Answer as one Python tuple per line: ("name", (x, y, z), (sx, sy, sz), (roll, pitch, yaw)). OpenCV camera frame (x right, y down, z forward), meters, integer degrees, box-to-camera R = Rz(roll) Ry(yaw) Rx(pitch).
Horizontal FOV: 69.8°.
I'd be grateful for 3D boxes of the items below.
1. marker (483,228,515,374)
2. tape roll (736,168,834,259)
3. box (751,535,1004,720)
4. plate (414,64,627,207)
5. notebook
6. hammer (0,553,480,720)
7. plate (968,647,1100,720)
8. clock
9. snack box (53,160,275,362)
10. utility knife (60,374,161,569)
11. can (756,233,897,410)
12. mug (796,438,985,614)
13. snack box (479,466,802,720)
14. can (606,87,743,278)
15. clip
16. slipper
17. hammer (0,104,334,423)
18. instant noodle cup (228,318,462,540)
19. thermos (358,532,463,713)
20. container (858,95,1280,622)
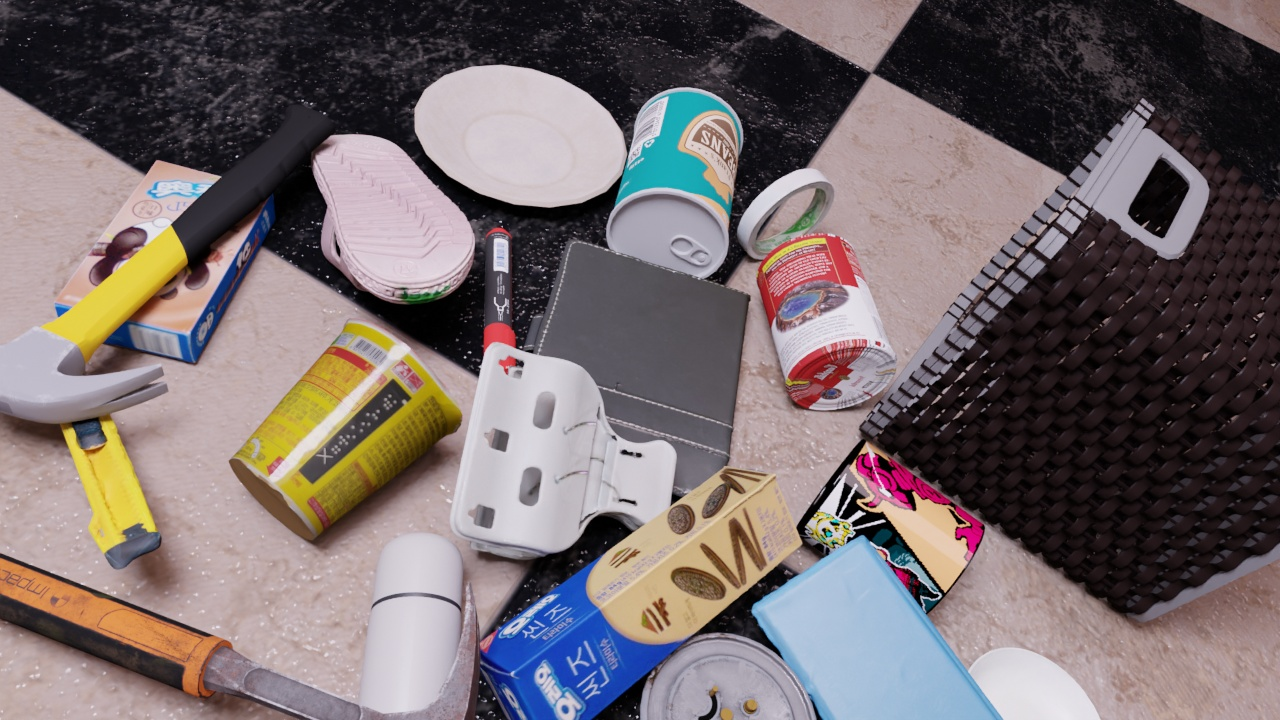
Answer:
("marker", (-0.108, -0.046, 0.707), (0.023, 0.021, 0.144), (-18, 51, 15))
("tape roll", (0.128, -0.128, 0.805), (0.093, 0.094, 0.018), (-20, 62, -31))
("box", (0.167, 0.225, 0.549), (0.093, 0.054, 0.231), (-33, 66, -6))
("plate", (-0.106, -0.196, 0.824), (0.188, 0.027, 0.188), (9, 51, -12))
("notebook", (-0.004, 0.004, 0.699), (0.169, 0.030, 0.208), (17, 49, -6))
("hammer", (-0.231, 0.138, 0.471), (0.314, 0.035, 0.137), (17, 52, 10))
("plate", (0.250, 0.242, 0.597), (0.104, 0.026, 0.104), (9, 51, -12))
("clock", (0.060, 0.221, 0.530), (0.148, 0.056, 0.103), (27, 50, 6))
("snack box", (-0.328, -0.073, 0.646), (0.087, 0.034, 0.151), (14, 49, -7))
("utility knife", (-0.323, 0.044, 0.536), (0.030, 0.019, 0.217), (-17, 41, -34))
("can", (0.147, -0.031, 0.739), (0.086, 0.087, 0.116), (3, 52, -17))
("mug", (0.177, 0.112, 0.649), (0.098, 0.082, 0.117), (36, 23, 11))
("snack box", (0.004, 0.139, 0.547), (0.206, 0.057, 0.056), (-32, 108, -28))
("can", (0.032, -0.150, 0.787), (0.099, 0.099, 0.143), (17, 49, -6))
("clip", (-0.055, 0.069, 0.599), (0.152, 0.099, 0.126), (23, 68, -35))
("slipper", (-0.193, -0.100, 0.697), (0.094, 0.065, 0.239), (-8, 39, -27))
("hammer", (-0.307, -0.082, 0.618), (0.127, 0.029, 0.322), (23, 48, 4))
("instant noodle cup", (-0.187, 0.046, 0.568), (0.100, 0.101, 0.112), (36, 60, 11))
("thermos", (-0.125, 0.199, 0.486), (0.052, 0.052, 0.223), (7, 51, -14))
("container", (0.365, 0.005, 0.684), (0.243, 0.246, 0.246), (40, 51, 10))
